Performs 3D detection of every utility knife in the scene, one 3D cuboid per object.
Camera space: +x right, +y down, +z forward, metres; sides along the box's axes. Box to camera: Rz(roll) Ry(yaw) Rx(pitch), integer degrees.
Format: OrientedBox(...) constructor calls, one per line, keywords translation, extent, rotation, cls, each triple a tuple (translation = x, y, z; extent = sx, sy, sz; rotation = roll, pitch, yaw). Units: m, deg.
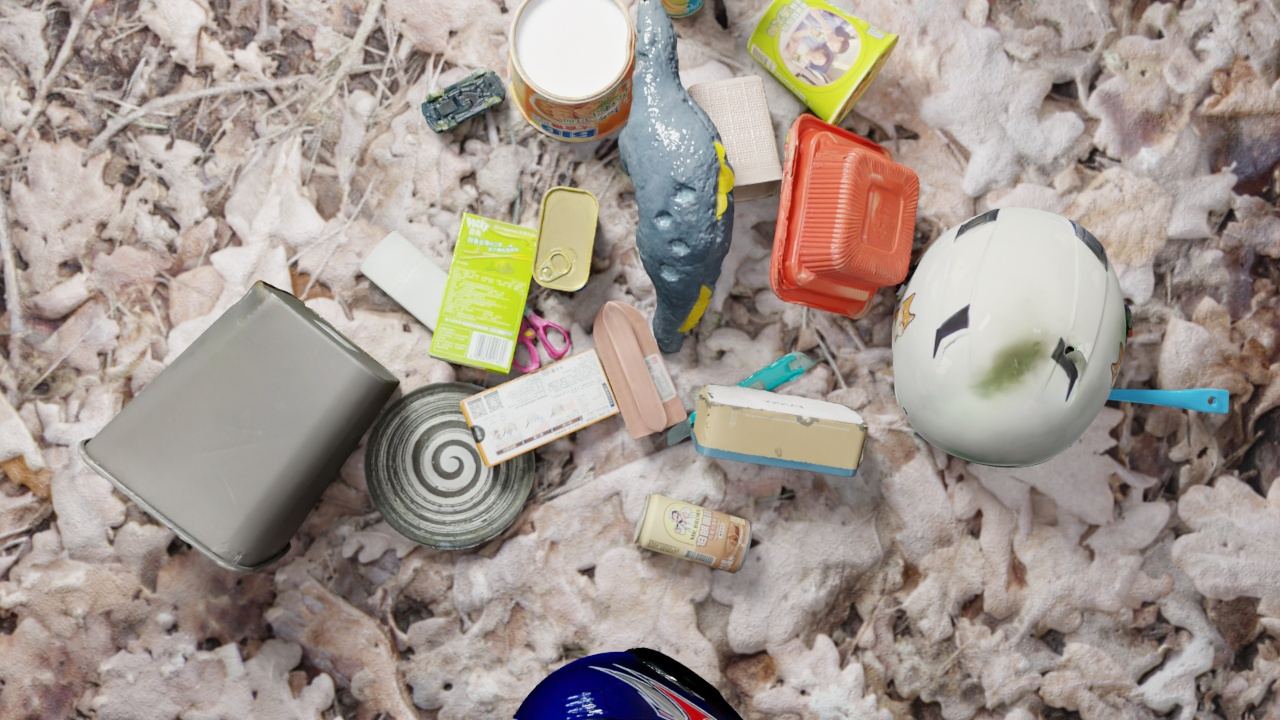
OrientedBox(translation=(0.106, 0.041, 0.988), extent=(0.182, 0.013, 0.029), rotation=(-31, 92, 1), cls="utility knife")

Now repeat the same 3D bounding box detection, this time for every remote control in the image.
OrientedBox(translation=(-0.223, -0.070, 0.974), extent=(0.150, 0.021, 0.058), rotation=(41, 81, -3), cls="remote control")

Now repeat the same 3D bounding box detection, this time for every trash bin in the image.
OrientedBox(translation=(-0.372, 0.057, 0.903), extent=(0.199, 0.199, 0.219), rotation=(39, 83, -4), cls="trash bin")

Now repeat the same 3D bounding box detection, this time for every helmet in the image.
OrientedBox(translation=(0.016, 0.421, 0.882), extent=(0.315, 0.240, 0.247), rotation=(26, 92, 9), cls="helmet")
OrientedBox(translation=(0.360, -0.036, 0.892), extent=(0.230, 0.157, 0.274), rotation=(15, 83, 16), cls="helmet")

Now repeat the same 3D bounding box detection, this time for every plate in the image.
OrientedBox(translation=(-0.201, 0.111, 0.977), extent=(0.179, 0.024, 0.179), rotation=(0, 90, -7), cls="plate")

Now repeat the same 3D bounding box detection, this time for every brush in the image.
OrientedBox(translation=(0.492, 0.038, 0.973), extent=(0.255, 0.046, 0.083), rotation=(3, 88, 5), cls="brush")
OrientedBox(translation=(-0.006, 0.006, 0.957), extent=(0.063, 0.073, 0.145), rotation=(-21, 90, 1), cls="brush")

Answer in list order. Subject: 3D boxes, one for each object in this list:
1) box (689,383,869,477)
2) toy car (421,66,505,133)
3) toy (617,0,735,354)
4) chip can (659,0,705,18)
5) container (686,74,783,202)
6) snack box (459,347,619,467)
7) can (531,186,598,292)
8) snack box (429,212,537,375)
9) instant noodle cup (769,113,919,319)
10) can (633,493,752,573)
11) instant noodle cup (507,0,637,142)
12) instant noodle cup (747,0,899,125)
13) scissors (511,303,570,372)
OrientedBox(translation=(0.135, 0.069, 0.945), extent=(0.184, 0.089, 0.061), rotation=(7, 103, -3), cls="box")
OrientedBox(translation=(-0.185, -0.271, 0.964), extent=(0.090, 0.034, 0.043), rotation=(-29, 89, -2), cls="toy car")
OrientedBox(translation=(0.033, -0.158, 0.875), extent=(0.091, 0.138, 0.357), rotation=(-13, 113, -18), cls="toy")
OrientedBox(translation=(0.042, -0.397, 0.875), extent=(0.071, 0.210, 0.071), rotation=(0, 91, -1), cls="chip can")
OrientedBox(translation=(0.091, -0.224, 0.944), extent=(0.090, 0.090, 0.111), rotation=(-9, 88, -1), cls="container")
OrientedBox(translation=(-0.105, 0.048, 0.964), extent=(0.153, 0.026, 0.075), rotation=(-23, 94, -12), cls="snack box")
OrientedBox(translation=(-0.075, -0.121, 0.946), extent=(0.057, 0.083, 0.102), rotation=(9, 92, -1), cls="can")
OrientedBox(translation=(-0.161, -0.069, 0.958), extent=(0.085, 0.026, 0.156), rotation=(12, 81, -8), cls="snack box")
OrientedBox(translation=(0.210, -0.139, 0.917), extent=(0.164, 0.079, 0.189), rotation=(6, 93, -40), cls="instant noodle cup")
OrientedBox(translation=(0.055, 0.182, 0.970), extent=(0.116, 0.058, 0.058), rotation=(16, 91, -1), cls="can")
OrientedBox(translation=(-0.066, -0.307, 0.926), extent=(0.151, 0.111, 0.151), rotation=(0, 92, -1), cls="instant noodle cup")
OrientedBox(translation=(0.180, -0.317, 0.937), extent=(0.123, 0.111, 0.111), rotation=(39, 91, 6), cls="instant noodle cup")
OrientedBox(translation=(-0.119, -0.058, 0.983), extent=(0.073, 0.017, 0.137), rotation=(-17, 88, 0), cls="scissors")
